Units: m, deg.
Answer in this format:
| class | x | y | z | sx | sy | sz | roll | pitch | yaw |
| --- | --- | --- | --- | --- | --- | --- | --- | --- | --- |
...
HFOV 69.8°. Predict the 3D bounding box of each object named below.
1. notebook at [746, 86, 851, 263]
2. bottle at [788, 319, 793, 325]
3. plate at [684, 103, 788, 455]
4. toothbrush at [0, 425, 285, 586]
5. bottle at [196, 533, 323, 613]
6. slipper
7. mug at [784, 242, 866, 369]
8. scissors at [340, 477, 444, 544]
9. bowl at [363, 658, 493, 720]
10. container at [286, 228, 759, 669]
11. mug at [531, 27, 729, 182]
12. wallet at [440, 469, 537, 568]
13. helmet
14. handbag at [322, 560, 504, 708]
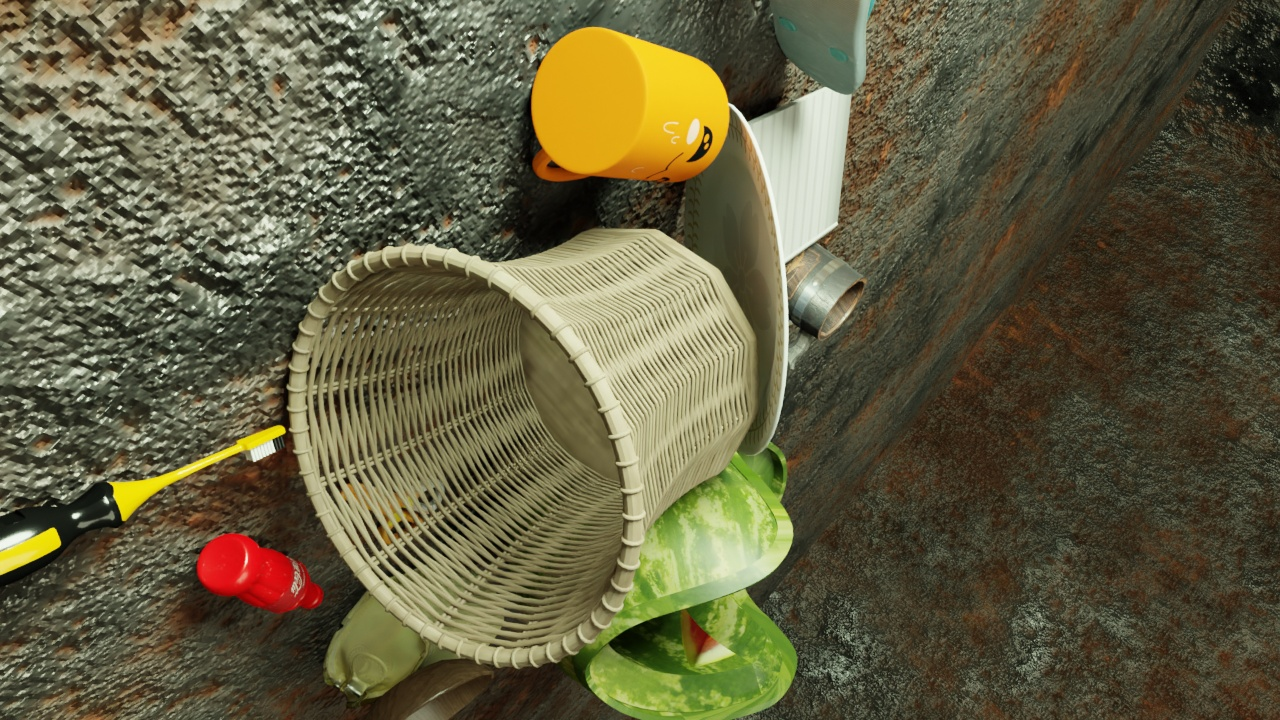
| class | x | y | z | sx | sy | sz | roll | pitch | yaw |
| --- | --- | --- | --- | --- | --- | --- | --- | --- | --- |
| notebook | 0.129 | -0.151 | 0.788 | 0.209 | 0.009 | 0.143 | -35 | 135 | -46 |
| bottle | 0.158 | -0.064 | 1.006 | 0.145 | 0.051 | 0.051 | -24 | 145 | -48 |
| plate | 0.067 | -0.056 | 0.640 | 0.016 | 0.242 | 0.243 | -7 | 144 | -9 |
| toothbrush | -0.261 | 0.071 | 0.446 | 0.196 | 0.031 | 0.031 | -28 | 117 | -46 |
| bottle | -0.238 | 0.142 | 0.591 | 0.036 | 0.036 | 0.119 | -46 | 158 | -13 |
| slipper | 0.119 | -0.248 | 0.585 | 0.055 | 0.098 | 0.268 | -51 | 159 | 3 |
| mug | 0.146 | -0.066 | 0.905 | 0.116 | 0.107 | 0.079 | -57 | 157 | 15 |
| scissors | -0.182 | 0.103 | 0.669 | 0.064 | 0.013 | 0.128 | -49 | 159 | -7 |
| bowl | -0.171 | 0.264 | 0.709 | 0.117 | 0.030 | 0.118 | -32 | 159 | -14 |
| container | -0.052 | 0.029 | 0.543 | 0.195 | 0.227 | 0.227 | -30 | 150 | -56 |
| mug | -0.017 | -0.139 | 0.545 | 0.113 | 0.077 | 0.095 | -27 | 172 | 32 |
| wallet | -0.123 | 0.138 | 0.819 | 0.099 | 0.031 | 0.120 | -52 | 164 | -1 |
| helmet | 0.012 | 0.151 | 0.758 | 0.243 | 0.246 | 0.213 | -9 | 128 | 2 |
| handbag | -0.192 | 0.233 | 0.772 | 0.111 | 0.081 | 0.119 | -49 | 161 | 16 |
